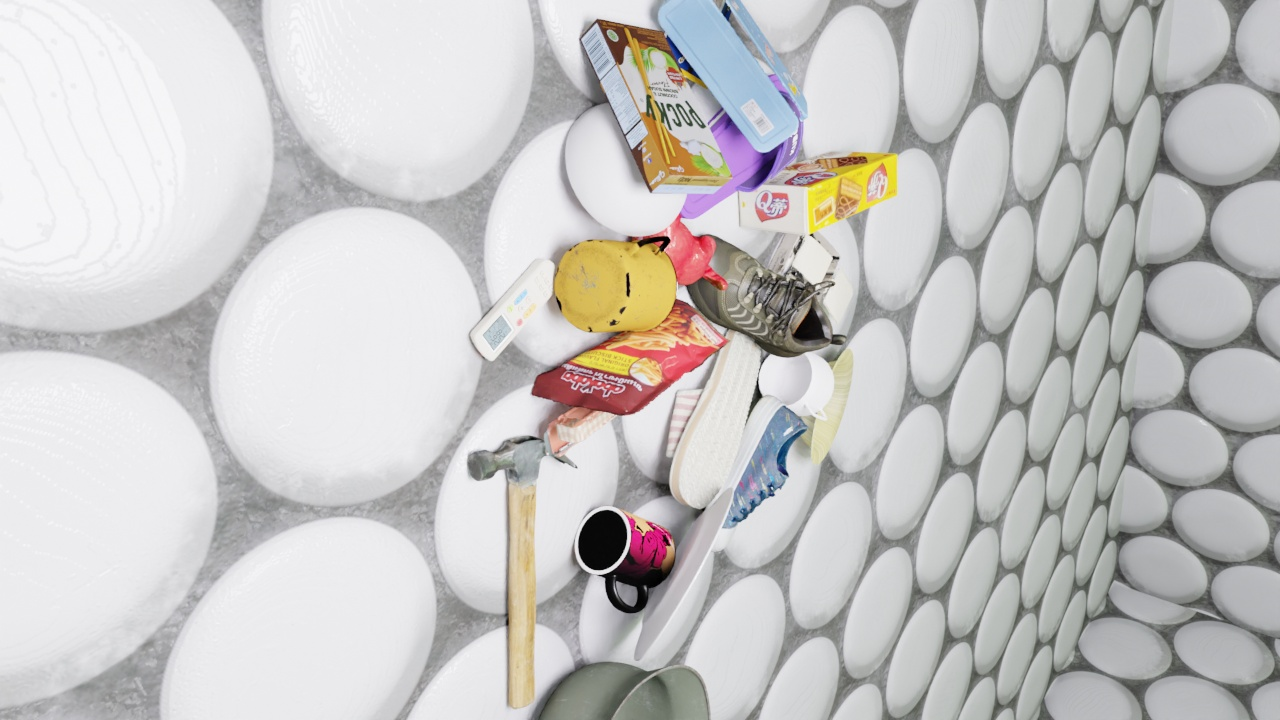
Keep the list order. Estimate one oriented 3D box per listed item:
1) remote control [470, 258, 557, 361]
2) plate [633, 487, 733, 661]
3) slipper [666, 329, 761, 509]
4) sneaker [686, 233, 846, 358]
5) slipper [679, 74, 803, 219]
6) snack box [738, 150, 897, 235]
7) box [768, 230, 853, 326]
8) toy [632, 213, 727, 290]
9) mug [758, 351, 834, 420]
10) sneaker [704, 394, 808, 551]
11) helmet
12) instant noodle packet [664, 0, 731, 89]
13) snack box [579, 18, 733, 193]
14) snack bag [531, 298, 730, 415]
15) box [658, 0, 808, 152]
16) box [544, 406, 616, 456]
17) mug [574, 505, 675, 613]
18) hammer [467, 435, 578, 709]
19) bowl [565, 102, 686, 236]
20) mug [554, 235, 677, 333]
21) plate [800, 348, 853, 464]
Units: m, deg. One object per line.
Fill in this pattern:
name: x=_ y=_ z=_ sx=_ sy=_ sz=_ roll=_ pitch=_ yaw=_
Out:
remote control: x=-0.128 y=-0.054 z=0.948 sx=0.125 sy=0.018 sz=0.038 roll=-51 pitch=134 yaw=-23
plate: x=0.048 y=0.261 z=1.145 sx=0.242 sy=0.016 sz=0.242 roll=-59 pitch=178 yaw=-4
slipper: x=0.092 y=0.069 z=1.210 sx=0.115 sy=0.052 sz=0.262 roll=48 pitch=56 yaw=-41
sneaker: x=0.166 y=-0.070 z=1.153 sx=0.238 sy=0.143 sz=0.101 roll=33 pitch=77 yaw=-31
slipper: x=0.136 y=-0.259 z=1.125 sx=0.265 sy=0.084 sz=0.107 roll=-42 pitch=130 yaw=-32
snack box: x=0.244 y=-0.230 z=1.236 sx=0.229 sy=0.110 sz=0.062 roll=-26 pitch=120 yaw=-41
box: x=0.240 y=-0.094 z=1.326 sx=0.187 sy=0.058 sz=0.144 roll=42 pitch=72 yaw=-43
toy: x=0.038 y=-0.107 z=1.065 sx=0.133 sy=0.088 sz=0.094 roll=31 pitch=78 yaw=-27
mug: x=0.227 y=0.038 z=1.304 sx=0.094 sy=0.115 sz=0.068 roll=-43 pitch=144 yaw=22
sneaker: x=0.159 y=0.167 z=1.266 sx=0.087 sy=0.079 sz=0.236 roll=6 pitch=110 yaw=-62
helmet: x=-0.045 y=0.473 z=1.105 sx=0.226 sy=0.154 sz=0.268 roll=-2 pitch=99 yaw=-49
instant noodle packet: x=0.066 y=-0.391 z=1.049 sx=0.087 sy=0.026 sz=0.134 roll=14 pitch=92 yaw=-45
snack box: x=0.017 y=-0.261 z=0.950 sx=0.100 sy=0.032 sz=0.186 roll=-11 pitch=73 yaw=-46
snack bag: x=-0.006 y=0.006 z=1.017 sx=0.207 sy=0.139 sz=0.067 roll=-36 pitch=132 yaw=-39
box: x=0.106 y=-0.342 z=1.040 sx=0.209 sy=0.073 sz=0.085 roll=48 pitch=34 yaw=-25
box: x=-0.035 y=0.052 z=1.037 sx=0.186 sy=0.056 sz=0.071 roll=-36 pitch=154 yaw=-47
mug: x=-0.017 y=0.244 z=1.104 sx=0.098 sy=0.082 sz=0.117 roll=32 pitch=47 yaw=-48
hammer: x=-0.131 y=0.242 z=1.032 sx=0.132 sy=0.033 sz=0.331 roll=-15 pitch=114 yaw=-46
bowl: x=-0.004 y=-0.209 z=0.969 sx=0.149 sy=0.043 sz=0.149 roll=7 pitch=76 yaw=-30
mug: x=-0.020 y=-0.087 z=0.966 sx=0.124 sy=0.100 sz=0.094 roll=-47 pitch=160 yaw=27
plate: x=0.279 y=0.067 z=1.411 sx=0.183 sy=0.036 sz=0.185 roll=-44 pitch=143 yaw=-48
